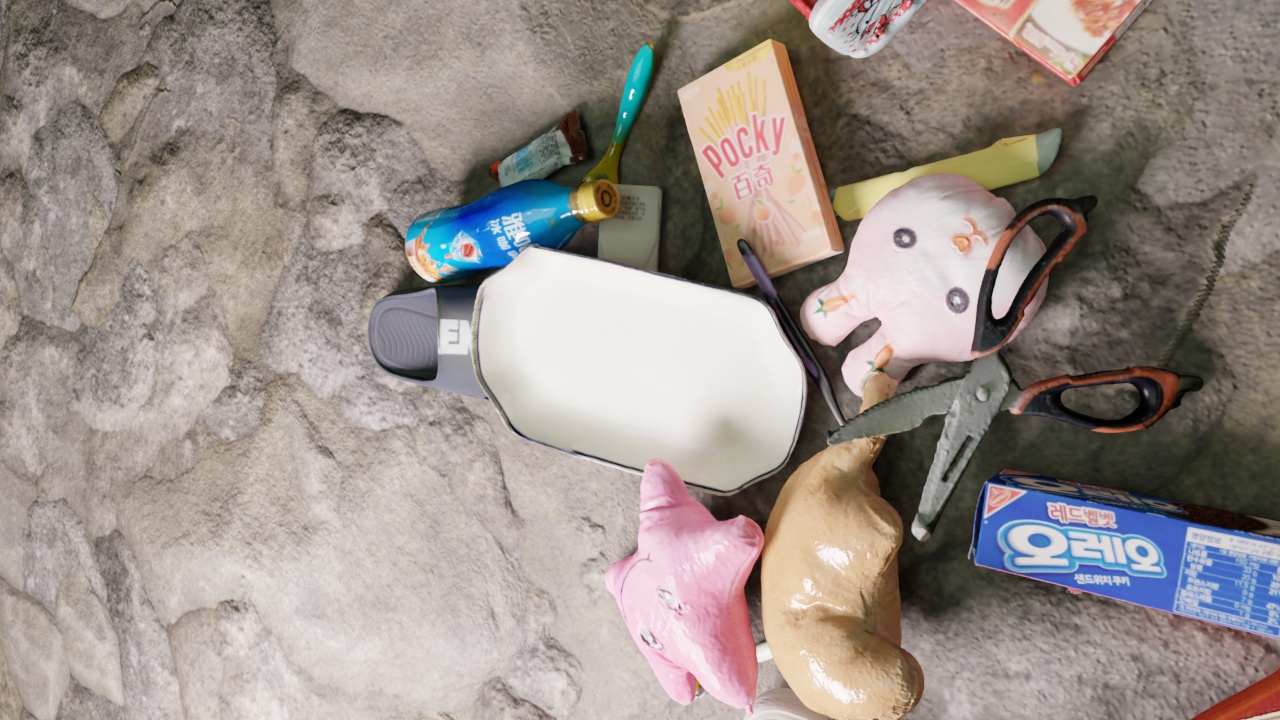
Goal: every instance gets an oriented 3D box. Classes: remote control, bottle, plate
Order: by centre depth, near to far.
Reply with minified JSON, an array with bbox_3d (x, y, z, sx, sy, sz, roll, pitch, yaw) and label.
[{"bbox_3d":[0.314,0.247,0.529,0.207,0.059,0.060,-48,69,26],"label":"bottle"},{"bbox_3d":[-0.004,0.004,0.693,0.266,0.034,0.162,14,112,17],"label":"plate"},{"bbox_3d":[-0.010,-0.075,0.723,0.049,0.024,0.125,3,96,4],"label":"remote control"},{"bbox_3d":[-0.106,-0.110,0.750,0.219,0.065,0.065,-7,90,40],"label":"bottle"}]

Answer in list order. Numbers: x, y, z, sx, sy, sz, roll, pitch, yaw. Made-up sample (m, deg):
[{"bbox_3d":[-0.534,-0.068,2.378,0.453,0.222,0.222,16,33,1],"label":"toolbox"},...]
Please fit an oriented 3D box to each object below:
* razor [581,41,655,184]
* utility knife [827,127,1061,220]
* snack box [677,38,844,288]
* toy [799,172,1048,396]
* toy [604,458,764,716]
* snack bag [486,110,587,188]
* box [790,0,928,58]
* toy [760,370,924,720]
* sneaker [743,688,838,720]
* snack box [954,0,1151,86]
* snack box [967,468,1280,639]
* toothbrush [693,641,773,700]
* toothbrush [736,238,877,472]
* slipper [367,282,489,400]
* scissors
[{"bbox_3d":[-0.015,-0.185,0.723,0.043,0.028,0.133,22,110,3],"label":"razor"},{"bbox_3d":[0.184,-0.118,0.607,0.179,0.019,0.031,-8,85,32],"label":"utility knife"},{"bbox_3d":[0.085,-0.139,0.661,0.085,0.026,0.157,-20,84,37],"label":"snack box"},{"bbox_3d":[0.179,-0.043,0.598,0.121,0.054,0.160,52,124,12],"label":"toy"},{"bbox_3d":[0.038,0.171,0.664,0.178,0.074,0.195,53,139,34],"label":"toy"},{"bbox_3d":[-0.088,-0.167,0.773,0.106,0.026,0.045,-25,71,31],"label":"snack bag"},{"bbox_3d":[0.162,-0.281,0.530,0.201,0.100,0.094,-47,69,25],"label":"box"},{"bbox_3d":[0.130,0.121,0.604,0.144,0.082,0.226,-13,76,60],"label":"toy"},{"bbox_3d":[0.148,0.340,0.625,0.118,0.087,0.241,-46,71,27],"label":"sneaker"},{"bbox_3d":[0.232,-0.244,0.562,0.153,0.025,0.075,47,116,21],"label":"snack box"},{"bbox_3d":[0.302,0.111,0.525,0.208,0.058,0.057,9,99,32],"label":"snack box"},{"bbox_3d":[0.104,0.216,0.685,0.190,0.029,0.020,-33,35,29],"label":"toothbrush"},{"bbox_3d":[0.118,-0.005,0.645,0.014,0.016,0.189,-33,84,39],"label":"toothbrush"},{"bbox_3d":[-0.160,-0.014,0.800,0.269,0.083,0.111,3,97,34],"label":"slipper"},{"bbox_3d":[0.215,0.004,0.537,0.225,0.015,0.189,-8,90,1],"label":"scissors"}]
